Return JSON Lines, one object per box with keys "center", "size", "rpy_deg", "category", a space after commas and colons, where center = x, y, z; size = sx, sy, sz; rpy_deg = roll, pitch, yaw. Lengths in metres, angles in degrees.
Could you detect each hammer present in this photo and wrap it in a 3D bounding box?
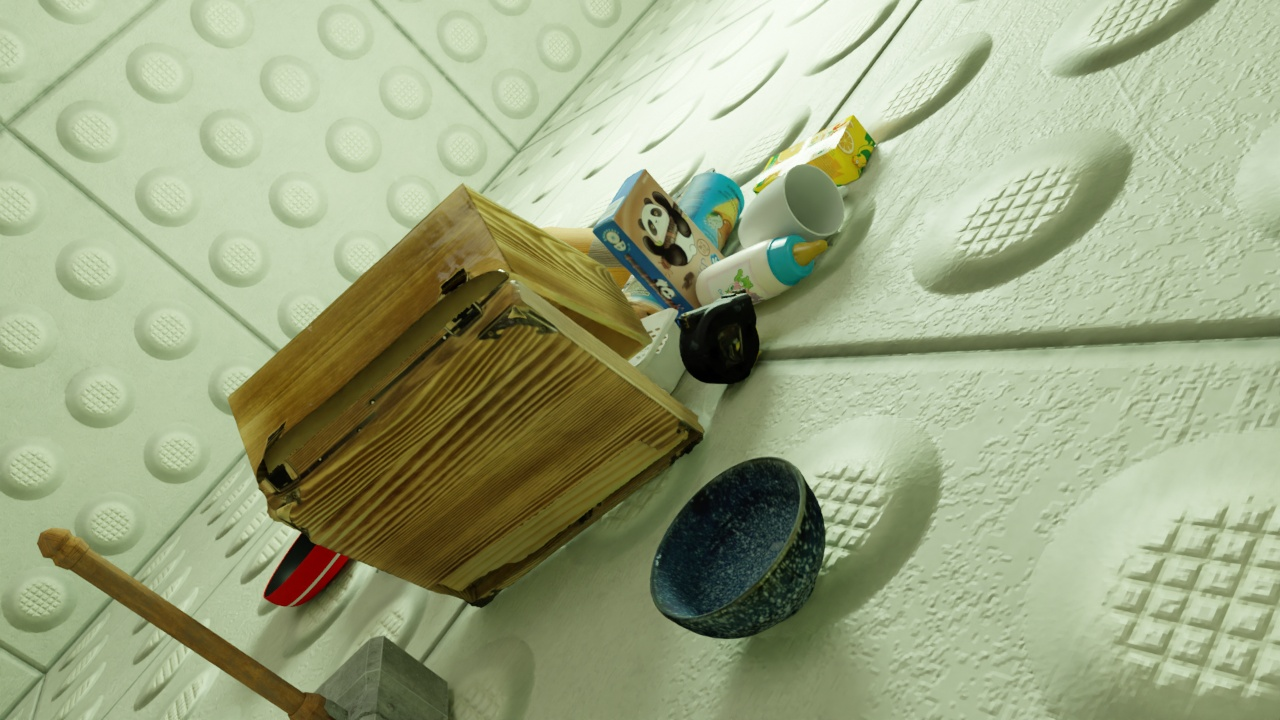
{"center": [-0.275, 0.215, 0.638], "size": [0.083, 0.317, 0.162], "rpy_deg": [-44, 21, 3], "category": "hammer"}

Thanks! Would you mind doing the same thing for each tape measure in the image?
{"center": [0.068, -0.016, 0.777], "size": [0.071, 0.072, 0.042], "rpy_deg": [-24, 13, -31], "category": "tape measure"}

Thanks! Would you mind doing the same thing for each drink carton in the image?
{"center": [0.182, -0.202, 0.953], "size": [0.123, 0.041, 0.058], "rpy_deg": [-18, 33, 49], "category": "drink carton"}

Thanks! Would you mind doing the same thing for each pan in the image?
{"center": [-0.374, 0.196, 1.179], "size": [0.357, 0.067, 0.208], "rpy_deg": [-38, 20, 36], "category": "pan"}

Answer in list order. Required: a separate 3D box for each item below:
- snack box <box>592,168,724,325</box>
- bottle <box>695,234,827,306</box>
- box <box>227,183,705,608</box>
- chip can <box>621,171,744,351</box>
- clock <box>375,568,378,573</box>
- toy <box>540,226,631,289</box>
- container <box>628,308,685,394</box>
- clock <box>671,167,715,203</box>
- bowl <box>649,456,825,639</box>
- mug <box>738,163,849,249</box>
{"center": [0.027, -0.105, 0.906], "size": [0.034, 0.151, 0.087], "rpy_deg": [-23, 30, 44], "category": "snack box"}
{"center": [0.114, -0.082, 0.843], "size": [0.147, 0.051, 0.051], "rpy_deg": [-21, 31, 48], "category": "bottle"}
{"center": [-0.142, 0.045, 0.748], "size": [0.280, 0.257, 0.215], "rpy_deg": [-37, 63, 16], "category": "box"}
{"center": [0.043, -0.112, 1.001], "size": [0.080, 0.080, 0.228], "rpy_deg": [-22, 30, 46], "category": "chip can"}
{"center": [-0.276, 0.167, 1.086], "size": [0.123, 0.045, 0.158], "rpy_deg": [-42, 21, 46], "category": "clock"}
{"center": [-0.080, -0.090, 1.116], "size": [0.204, 0.198, 0.162], "rpy_deg": [-6, 68, 32], "category": "toy"}
{"center": [-0.005, 0.005, 0.904], "size": [0.129, 0.049, 0.080], "rpy_deg": [-19, 33, 50], "category": "container"}
{"center": [0.069, -0.199, 1.149], "size": [0.094, 0.035, 0.123], "rpy_deg": [-42, 14, -8], "category": "clock"}
{"center": [0.067, 0.118, 0.539], "size": [0.114, 0.061, 0.114], "rpy_deg": [-37, 24, 19], "category": "bowl"}
{"center": [0.149, -0.140, 0.880], "size": [0.107, 0.071, 0.090], "rpy_deg": [-25, -3, -34], "category": "mug"}
